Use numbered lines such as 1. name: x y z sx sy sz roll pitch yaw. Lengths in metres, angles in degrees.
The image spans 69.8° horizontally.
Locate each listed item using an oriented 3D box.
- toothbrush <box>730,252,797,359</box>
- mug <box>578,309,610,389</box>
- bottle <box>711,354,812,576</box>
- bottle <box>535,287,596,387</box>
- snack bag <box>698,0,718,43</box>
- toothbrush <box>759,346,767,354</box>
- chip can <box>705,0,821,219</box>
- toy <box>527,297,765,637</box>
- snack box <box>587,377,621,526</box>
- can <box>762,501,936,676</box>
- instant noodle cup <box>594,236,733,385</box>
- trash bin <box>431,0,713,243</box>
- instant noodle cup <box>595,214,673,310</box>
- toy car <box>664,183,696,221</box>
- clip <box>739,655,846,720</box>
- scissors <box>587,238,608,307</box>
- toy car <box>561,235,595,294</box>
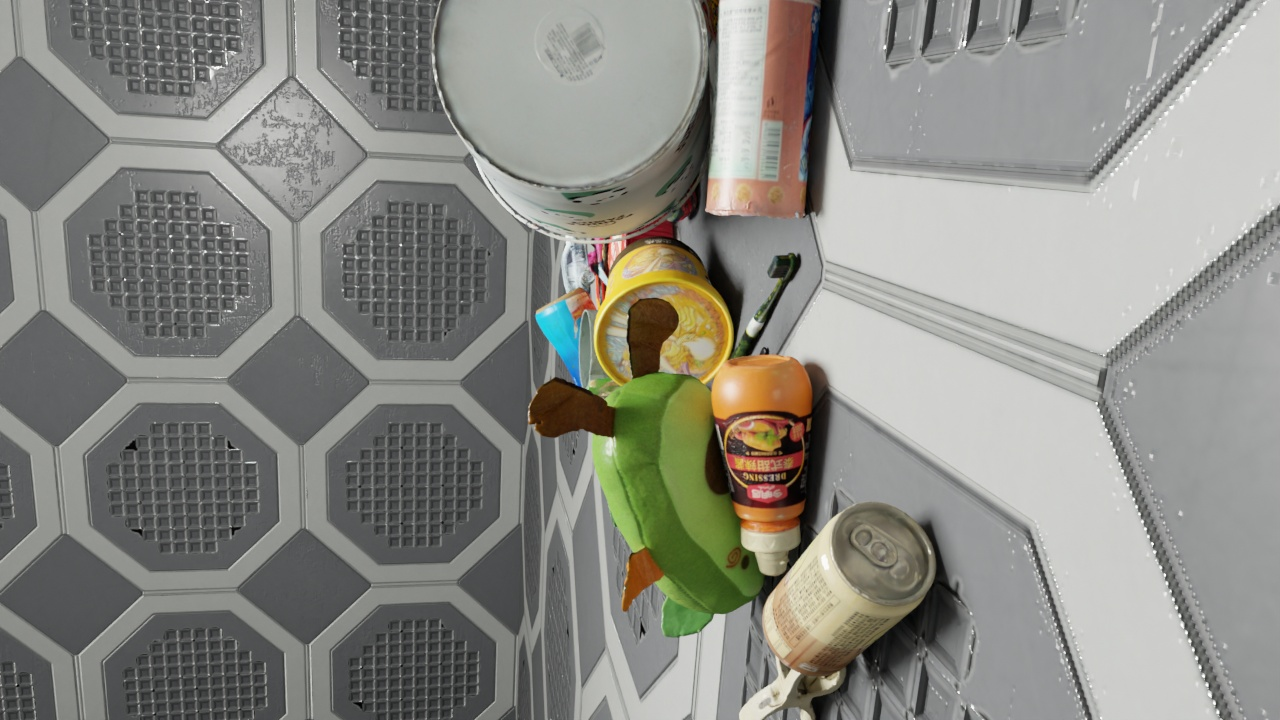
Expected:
1. toothbrush: 0.085 -0.025 0.714 0.186 0.017 0.012 110 151 -57
2. mug: -0.006 0.005 0.938 0.084 0.103 0.123 106 160 -51
3. bottle: 0.085 0.073 0.618 0.067 0.066 0.149 -146 50 -76
4. bottle: -0.040 0.027 1.021 0.218 0.065 0.065 62 170 -6
5. snack bag: 0.067 -0.322 0.742 0.207 0.073 0.129 -113 26 -46
6. toothbrush: 0.081 0.067 0.753 0.014 0.016 0.189 -121 35 -47
7. chip can: 0.083 -0.203 0.607 0.071 0.071 0.215 -136 48 -74
8. toy: 0.025 0.086 0.658 0.226 0.090 0.247 -51 -57 -44
9. snack box: 0.009 0.092 0.843 0.118 0.117 0.106 -97 9 -45
10. can: 0.109 0.126 0.494 0.117 0.058 0.058 107 160 -54
11. instant noodle cup: 0.018 -0.046 0.820 0.114 0.118 0.119 -94 10 -58
12. trash bin: -0.047 -0.211 0.722 0.251 0.229 0.229 -80 -8 -85
13. instant noodle cup: -0.007 -0.124 1.045 0.194 0.066 0.194 179 91 -79
14. toy car: 0.027 -0.199 0.918 0.053 0.045 0.120 155 97 -73
15. clip: 0.100 0.204 0.580 0.034 0.070 0.100 -107 28 -53
16. scissors: -0.050 -0.108 1.058 0.134 0.017 0.133 169 98 -76
17. toy car: -0.074 -0.117 1.052 0.043 0.034 0.090 180 84 -81
